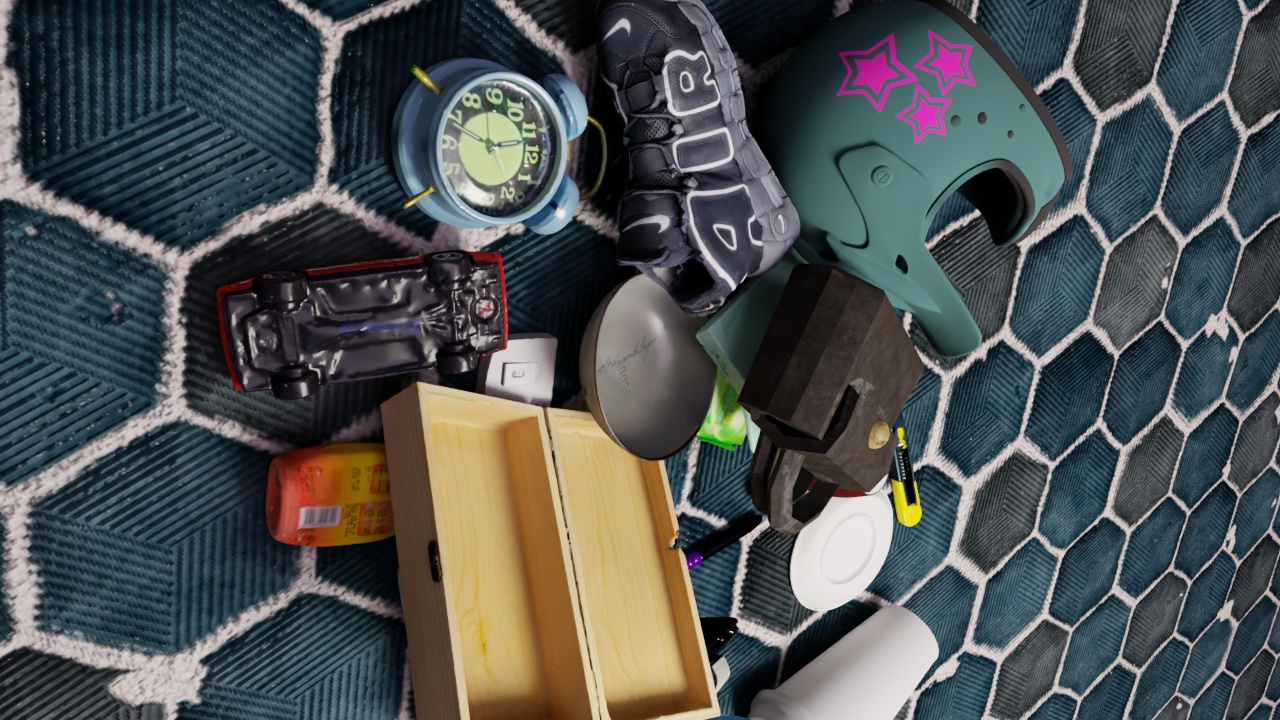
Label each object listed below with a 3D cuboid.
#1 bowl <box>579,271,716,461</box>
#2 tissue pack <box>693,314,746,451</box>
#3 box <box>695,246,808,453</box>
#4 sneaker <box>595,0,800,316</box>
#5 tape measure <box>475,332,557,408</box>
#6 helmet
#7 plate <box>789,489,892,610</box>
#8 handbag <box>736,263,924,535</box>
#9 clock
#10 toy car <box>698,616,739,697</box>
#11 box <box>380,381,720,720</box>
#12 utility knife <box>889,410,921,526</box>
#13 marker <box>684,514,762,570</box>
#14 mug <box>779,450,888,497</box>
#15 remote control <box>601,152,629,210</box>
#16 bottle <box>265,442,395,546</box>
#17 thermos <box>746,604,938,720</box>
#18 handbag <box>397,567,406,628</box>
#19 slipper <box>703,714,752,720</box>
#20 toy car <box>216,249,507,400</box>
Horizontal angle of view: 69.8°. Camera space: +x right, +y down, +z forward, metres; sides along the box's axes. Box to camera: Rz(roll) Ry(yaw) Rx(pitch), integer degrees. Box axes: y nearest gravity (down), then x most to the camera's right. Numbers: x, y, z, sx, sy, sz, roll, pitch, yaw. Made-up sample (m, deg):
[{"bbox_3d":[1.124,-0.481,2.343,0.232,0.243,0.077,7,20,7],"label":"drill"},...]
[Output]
[{"bbox_3d":[-0.004,0.004,0.744,0.150,0.057,0.150,1,89,-47],"label":"bowl"},{"bbox_3d":[0.069,0.020,0.828,0.099,0.034,0.114,16,99,-38],"label":"tissue pack"},{"bbox_3d":[0.134,-0.023,0.818,0.186,0.052,0.139,-45,116,-32],"label":"box"},{"bbox_3d":[0.015,-0.136,0.660,0.150,0.097,0.252,-55,127,-35],"label":"sneaker"},{"bbox_3d":[-0.095,0.010,0.719,0.062,0.020,0.060,-3,108,-34],"label":"tape measure"},{"bbox_3d":[0.214,-0.147,0.756,0.275,0.176,0.200,43,92,-13],"label":"helmet"},{"bbox_3d":[0.227,0.207,1.013,0.156,0.014,0.157,-12,112,-31],"label":"plate"},{"bbox_3d":[0.155,0.050,0.762,0.199,0.102,0.197,-64,148,-5],"label":"handbag"},{"bbox_3d":[-0.093,-0.148,0.641,0.161,0.060,0.118,-6,108,-37],"label":"clock"},{"bbox_3d":[0.012,0.307,0.819,0.191,0.094,0.071,-26,94,-40],"label":"toy car"},{"bbox_3d":[-0.058,0.151,0.673,0.253,0.068,0.246,9,60,-41],"label":"box"},{"bbox_3d":[0.289,0.114,1.021,0.028,0.020,0.173,-32,121,-23],"label":"utility knife"},{"bbox_3d":[0.067,0.182,0.893,0.133,0.015,0.018,-26,145,-25],"label":"marker"},{"bbox_3d":[0.191,0.093,0.900,0.114,0.088,0.087,36,84,-37],"label":"mug"},{"bbox_3d":[0.025,-0.118,0.754,0.140,0.021,0.045,27,72,-40],"label":"remote control"},{"bbox_3d":[-0.196,0.096,0.663,0.134,0.048,0.071,2,106,-35],"label":"bottle"},{"bbox_3d":[0.230,0.368,1.012,0.221,0.132,0.132,-31,122,-31],"label":"thermos"},{"bbox_3d":[-0.087,0.218,0.763,0.197,0.101,0.195,-22,118,-40],"label":"handbag"},{"bbox_3d":[-0.013,0.375,0.881,0.294,0.060,0.118,9,98,-26],"label":"slipper"},{"bbox_3d":[-0.182,-0.027,0.624,0.189,0.056,0.082,-11,111,-24],"label":"toy car"}]
